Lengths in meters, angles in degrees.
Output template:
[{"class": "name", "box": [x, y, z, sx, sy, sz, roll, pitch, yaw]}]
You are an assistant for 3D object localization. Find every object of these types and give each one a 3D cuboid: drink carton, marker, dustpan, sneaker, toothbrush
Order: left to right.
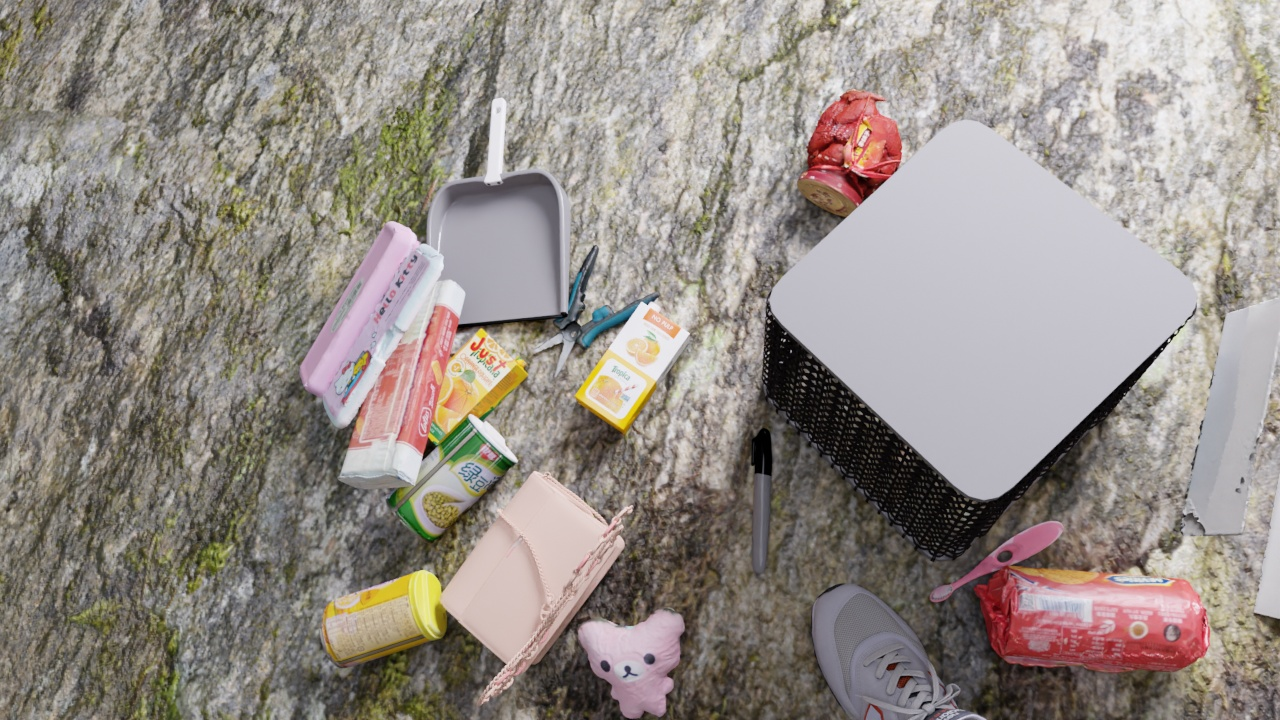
[{"class": "drink carton", "box": [-0.179, 0.029, 0.950, 0.122, 0.041, 0.058, -45, 70, -5]}, {"class": "dustpan", "box": [-0.156, -0.165, 1.001, 0.163, 0.033, 0.257, -5, 72, 17]}, {"class": "drink carton", "box": [-0.005, 0.005, 0.917, 0.058, 0.040, 0.122, 34, 82, 8]}, {"class": "marker", "box": [0.113, 0.133, 0.873, 0.022, 0.016, 0.138, -9, 69, 41]}, {"class": "sneaker", "box": [0.226, 0.285, 0.734, 0.088, 0.124, 0.239, -21, 72, -15]}, {"class": "toothbrush", "box": [0.316, 0.179, 0.815, 0.135, 0.016, 0.021, -30, 63, 1]}]

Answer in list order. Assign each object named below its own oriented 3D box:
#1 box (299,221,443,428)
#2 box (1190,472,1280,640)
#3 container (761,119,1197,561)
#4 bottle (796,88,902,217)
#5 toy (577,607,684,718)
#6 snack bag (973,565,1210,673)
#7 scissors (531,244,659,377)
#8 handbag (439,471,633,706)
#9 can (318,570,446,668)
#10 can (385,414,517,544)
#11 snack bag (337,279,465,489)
[{"class": "box", "box": [-0.281, -0.042, 0.943, 0.201, 0.041, 0.154, -58, 32, 3]}, {"class": "box", "box": [0.613, 0.156, 0.756, 0.165, 0.446, 0.167, 19, 77, 6]}, {"class": "container", "box": [0.259, -0.008, 0.764, 0.247, 0.244, 0.245, -43, 70, -4]}, {"class": "bottle", "box": [0.215, -0.209, 0.916, 0.099, 0.099, 0.111, 28, 85, 18]}, {"class": "toy", "box": [-0.003, 0.277, 0.832, 0.099, 0.052, 0.096, -11, 84, 11]}, {"class": "snack bag", "box": [0.373, 0.216, 0.761, 0.176, 0.082, 0.082, 2, 73, 13]}, {"class": "scissors", "box": [-0.056, -0.059, 0.964, 0.148, 0.019, 0.118, -25, 70, 5]}, {"class": "handbag", "box": [-0.104, 0.177, 0.810, 0.116, 0.187, 0.198, 37, 87, 12]}, {"class": "can", "box": [-0.244, 0.248, 0.881, 0.105, 0.067, 0.067, -19, 70, 5]}, {"class": "can", "box": [-0.186, 0.116, 0.910, 0.121, 0.067, 0.067, -45, 70, -4]}, {"class": "snack bag", "box": [-0.235, 0.022, 0.922, 0.078, 0.041, 0.224, -7, 59, 25]}]
